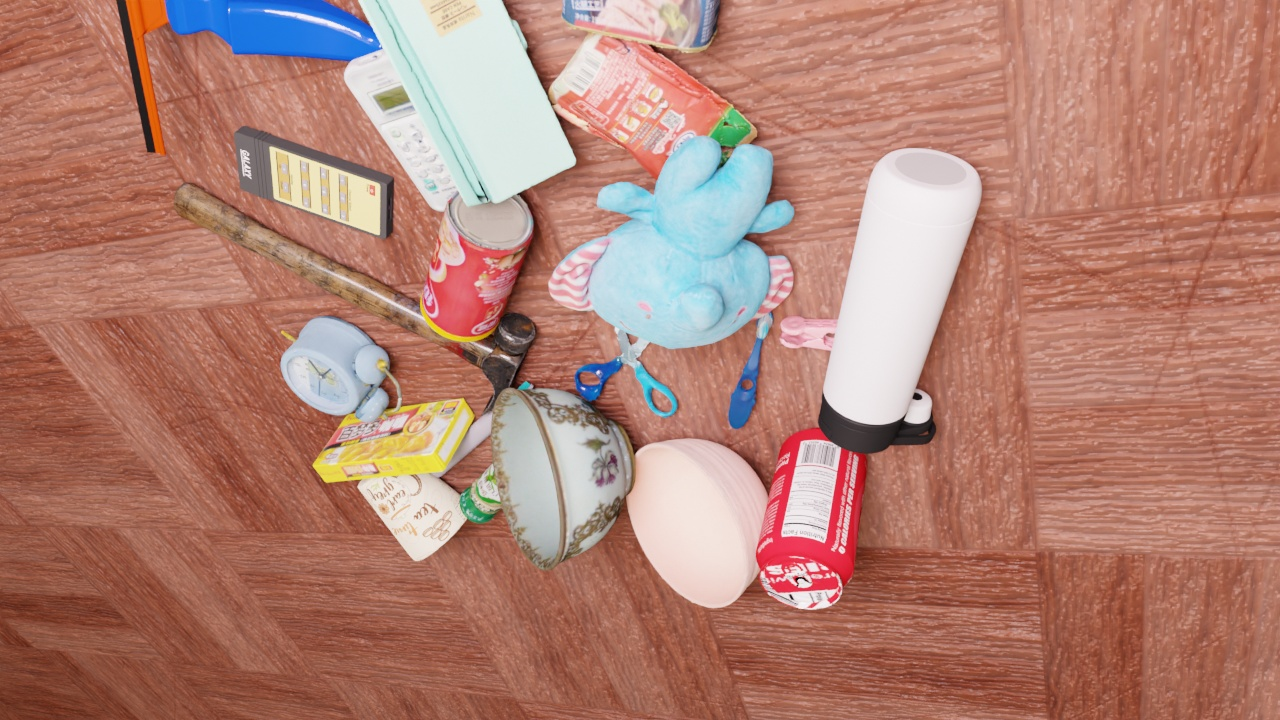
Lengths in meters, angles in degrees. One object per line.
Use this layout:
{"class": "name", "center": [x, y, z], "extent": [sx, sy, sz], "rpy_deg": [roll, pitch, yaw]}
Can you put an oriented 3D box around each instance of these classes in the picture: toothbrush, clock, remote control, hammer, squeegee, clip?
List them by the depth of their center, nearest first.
{"class": "squeegee", "center": [-0.266, -0.238, 0.638], "extent": [0.185, 0.055, 0.250], "rpy_deg": [14, 133, -2]}
{"class": "remote control", "center": [-0.159, -0.166, 0.667], "extent": [0.050, 0.022, 0.133], "rpy_deg": [-12, 137, 16]}
{"class": "clip", "center": [0.136, -0.023, 0.697], "extent": [0.060, 0.023, 0.044], "rpy_deg": [22, 129, -1]}
{"class": "toothbrush", "center": [0.089, 0.012, 0.749], "extent": [0.021, 0.016, 0.133], "rpy_deg": [15, 132, 6]}
{"class": "remote control", "center": [-0.266, -0.145, 0.750], "extent": [0.133, 0.013, 0.058], "rpy_deg": [19, 133, 5]}
{"class": "hammer", "center": [-0.256, -0.060, 0.810], "extent": [0.330, 0.033, 0.120], "rpy_deg": [27, 134, -3]}
{"class": "clock", "center": [-0.278, 0.012, 0.863], "extent": [0.124, 0.051, 0.089], "rpy_deg": [22, 134, 7]}
{"class": "toothbrush", "center": [-0.155, 0.067, 0.888], "extent": [0.019, 0.018, 0.188], "rpy_deg": [38, 132, -16]}

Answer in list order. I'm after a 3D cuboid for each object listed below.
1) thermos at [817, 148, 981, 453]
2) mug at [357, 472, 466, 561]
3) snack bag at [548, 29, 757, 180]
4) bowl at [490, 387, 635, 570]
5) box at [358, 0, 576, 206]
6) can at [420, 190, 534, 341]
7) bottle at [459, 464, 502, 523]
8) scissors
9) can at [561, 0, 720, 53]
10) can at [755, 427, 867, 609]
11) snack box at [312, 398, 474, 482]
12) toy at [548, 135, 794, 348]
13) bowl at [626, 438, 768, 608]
{"class": "thermos", "center": [0.188, -0.031, 0.642], "extent": [0.101, 0.068, 0.230], "rpy_deg": [-7, 130, -14]}
{"class": "mug", "center": [-0.247, 0.147, 0.970], "extent": [0.097, 0.080, 0.122], "rpy_deg": [49, 155, -13]}
{"class": "snack bag", "center": [0.016, -0.156, 0.619], "extent": [0.155, 0.044, 0.087], "rpy_deg": [33, 138, -15]}
{"class": "bowl", "center": [-0.061, 0.095, 0.811], "extent": [0.093, 0.159, 0.160], "rpy_deg": [-10, 140, -27]}
{"class": "box", "center": [-0.110, -0.202, 0.603], "extent": [0.092, 0.077, 0.188], "rpy_deg": [-13, 122, 19]}
{"class": "can", "center": [-0.128, -0.074, 0.713], "extent": [0.066, 0.066, 0.125], "rpy_deg": [28, 141, -4]}
{"class": "bottle", "center": [-0.140, 0.123, 0.916], "extent": [0.042, 0.042, 0.110], "rpy_deg": [37, 131, -12]}
{"class": "scissors", "center": [-0.019, 0.000, 0.782], "extent": [0.117, 0.014, 0.130], "rpy_deg": [-1, 128, 23]}
{"class": "can", "center": [0.001, -0.229, 0.549], "extent": [0.100, 0.053, 0.059], "rpy_deg": [15, 135, 8]}
{"class": "can", "center": [0.139, 0.122, 0.738], "extent": [0.074, 0.142, 0.075], "rpy_deg": [11, 132, 12]}
{"class": "snack box", "center": [-0.240, 0.078, 0.892], "extent": [0.152, 0.075, 0.025], "rpy_deg": [-8, 128, 27]}
{"class": "toy", "center": [0.037, -0.069, 0.626], "extent": [0.183, 0.114, 0.181], "rpy_deg": [5, 147, -16]}
{"class": "bowl", "center": [0.062, 0.131, 0.806], "extent": [0.153, 0.076, 0.153], "rpy_deg": [28, 128, 43]}
